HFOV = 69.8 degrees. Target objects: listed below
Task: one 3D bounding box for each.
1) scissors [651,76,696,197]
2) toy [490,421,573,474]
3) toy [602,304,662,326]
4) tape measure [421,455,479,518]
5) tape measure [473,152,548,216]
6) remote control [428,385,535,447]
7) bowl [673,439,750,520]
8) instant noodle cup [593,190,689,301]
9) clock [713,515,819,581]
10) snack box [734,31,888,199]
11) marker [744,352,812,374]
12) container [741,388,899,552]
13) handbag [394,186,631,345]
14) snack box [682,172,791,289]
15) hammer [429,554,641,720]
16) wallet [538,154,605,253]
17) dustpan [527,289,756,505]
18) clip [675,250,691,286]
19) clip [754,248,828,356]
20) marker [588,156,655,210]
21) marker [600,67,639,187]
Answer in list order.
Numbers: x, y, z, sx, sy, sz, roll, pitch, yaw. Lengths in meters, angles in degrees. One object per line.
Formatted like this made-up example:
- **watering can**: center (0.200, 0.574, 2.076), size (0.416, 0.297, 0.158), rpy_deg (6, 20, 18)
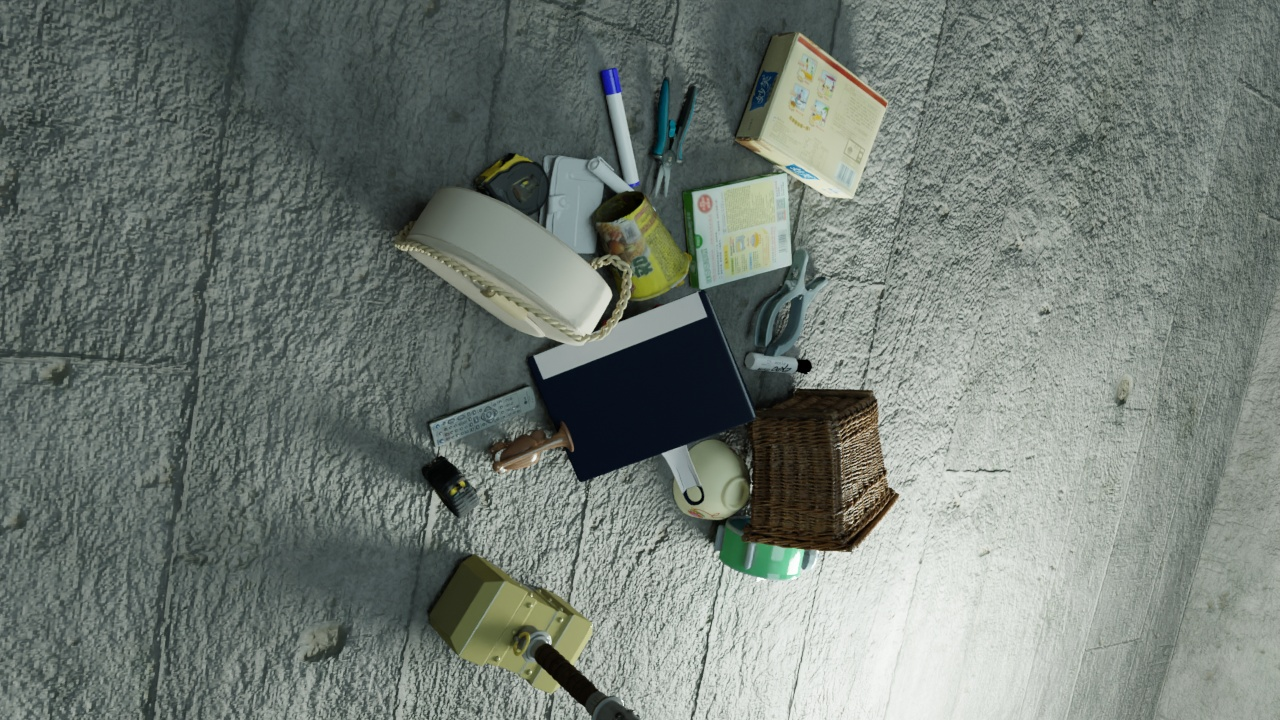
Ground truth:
- **scissors**: center (0.038, -0.289, 1.163), size (0.122, 0.019, 0.149), rpy_deg (-40, 128, -25)
- **toy**: center (-0.138, 0.109, 1.119), size (0.101, 0.055, 0.041), rpy_deg (-22, 100, -21)
- **toy**: center (-0.007, 0.007, 1.172), size (0.124, 0.097, 0.132), rpy_deg (-20, 138, -30)
- **tape measure**: center (-0.215, 0.150, 1.070), size (0.038, 0.067, 0.063), rpy_deg (-37, 121, -22)
- **tape measure**: center (-0.142, -0.197, 1.045), size (0.072, 0.042, 0.071), rpy_deg (-50, 122, -17)
- **remote control**: center (-0.188, 0.065, 1.100), size (0.136, 0.013, 0.033), rpy_deg (-22, 115, -30)
- **bowl**: center (0.116, 0.180, 1.312), size (0.117, 0.074, 0.118), rpy_deg (-10, 108, -33)
- **instant noodle cup**: center (-0.004, -0.143, 1.117), size (0.102, 0.102, 0.108), rpy_deg (-42, 126, -19)
- **clock**: center (0.196, 0.282, 1.366), size (0.161, 0.122, 0.075), rpy_deg (6, 97, -33)
- **snack box**: center (0.240, -0.335, 1.273), size (0.207, 0.055, 0.153), rpy_deg (20, 91, -37)
- **marker**: center (0.208, 0.005, 1.362), size (0.125, 0.025, 0.025), rpy_deg (6, 99, -37)
- **container**: center (0.256, 0.145, 1.313), size (0.249, 0.162, 0.183), rpy_deg (-19, 106, -59)
- **handbag**: center (-0.135, -0.102, 0.970), size (0.210, 0.209, 0.103), rpy_deg (38, 76, -36)
- **snack box**: center (0.136, -0.180, 1.258), size (0.167, 0.027, 0.132), rpy_deg (-17, 111, -31)
- **hammer**: center (-0.090, 0.356, 1.053), size (0.190, 0.325, 0.100), rpy_deg (38, 79, -36)
- **wallet**: center (-0.079, -0.186, 1.099), size (0.086, 0.032, 0.116), rpy_deg (-7, 106, -37)
- **dustpan**: center (0.023, 0.073, 1.160), size (0.236, 0.080, 0.273), rpy_deg (-21, 99, 9)
- **clip**: center (0.043, -0.129, 1.214), size (0.053, 0.035, 0.046), rpy_deg (34, 100, -35)
- **clip**: center (0.226, -0.070, 1.344), size (0.108, 0.028, 0.163), rpy_deg (41, 71, -38)
- **marker**: center (-0.019, -0.210, 1.127), size (0.133, 0.017, 0.020), rpy_deg (32, 88, -51)
- **marker**: center (-0.024, -0.283, 1.119), size (0.020, 0.020, 0.142), rpy_deg (-26, 116, -28)
